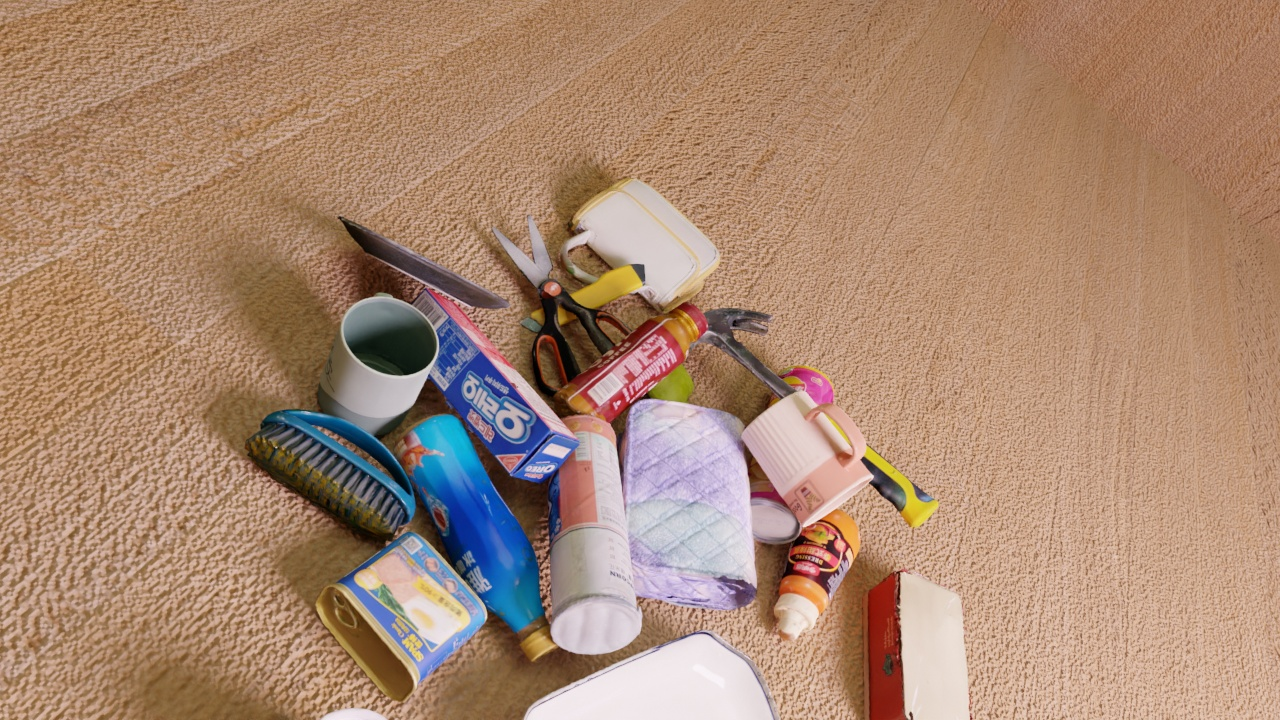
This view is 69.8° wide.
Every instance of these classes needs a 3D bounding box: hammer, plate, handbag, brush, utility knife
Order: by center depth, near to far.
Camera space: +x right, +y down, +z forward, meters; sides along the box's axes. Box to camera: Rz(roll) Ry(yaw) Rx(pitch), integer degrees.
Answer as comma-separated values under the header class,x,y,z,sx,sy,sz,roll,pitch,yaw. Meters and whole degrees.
class,x,y,z,sx,sy,sz,roll,pitch,yaw
plate,0.006,0.316,0.719,0.265,0.034,0.162,-11,74,-39
brush,-0.245,0.087,0.751,0.144,0.055,0.073,34,44,-4
plate,-0.208,-0.086,0.875,0.179,0.179,0.024,26,89,0
handbag,0.041,0.135,0.880,0.134,0.076,0.193,10,50,-9
hammer,0.178,0.052,0.971,0.125,0.032,0.323,-29,60,-36
utility knife,-0.060,-0.069,1.012,0.167,0.015,0.033,-28,78,-27
handbag,-0.008,-0.129,1.089,0.163,0.063,0.178,44,47,9

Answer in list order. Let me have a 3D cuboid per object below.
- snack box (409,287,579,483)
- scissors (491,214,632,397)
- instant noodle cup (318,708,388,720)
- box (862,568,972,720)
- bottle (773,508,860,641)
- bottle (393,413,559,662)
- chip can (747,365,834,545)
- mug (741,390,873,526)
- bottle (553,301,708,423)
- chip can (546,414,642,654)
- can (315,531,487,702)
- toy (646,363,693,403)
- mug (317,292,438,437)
class,x,y,z,sx,sy,sz,roll,pitch,yaw
snack box,-0.143,0.021,0.826,0.207,0.057,0.058,44,5,28
scissors,-0.094,-0.055,0.970,0.227,0.022,0.197,32,58,2
instant noodle cup,-0.196,0.274,0.585,0.099,0.110,0.099,18,47,-21
box,0.277,0.296,0.901,0.091,0.077,0.167,25,45,-12
bottle,0.170,0.216,0.915,0.067,0.067,0.149,37,50,-1
bottle,-0.132,0.147,0.766,0.065,0.065,0.218,-17,64,-41
chip can,0.159,0.098,0.994,0.071,0.072,0.209,32,43,-6
mug,0.164,0.085,0.873,0.081,0.115,0.106,-22,67,-34
bottle,-0.005,0.005,0.921,0.174,0.058,0.057,-39,79,-21
chip can,-0.046,0.141,0.791,0.071,0.071,0.214,18,34,-20
can,-0.181,0.193,0.704,0.102,0.057,0.083,46,41,8
toy,0.013,0.015,0.999,0.100,0.031,0.096,3,56,-27
mug,-0.231,-0.001,0.796,0.082,0.107,0.111,9,51,-26
